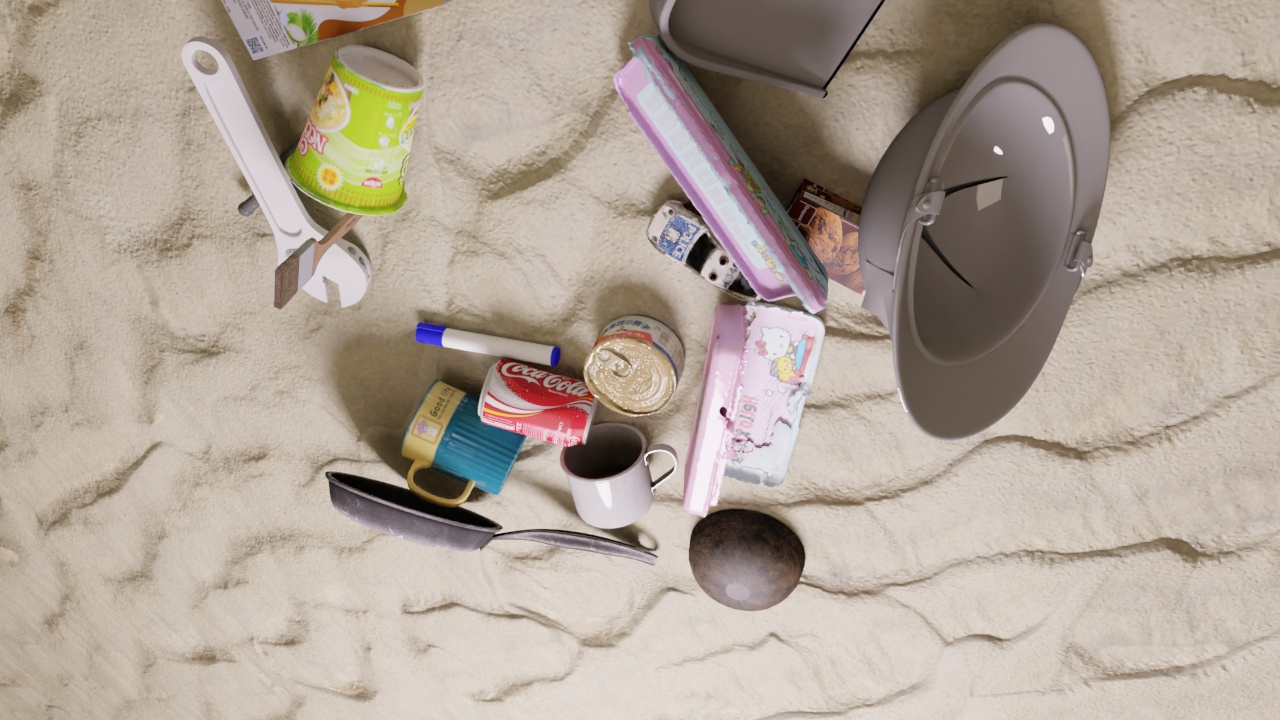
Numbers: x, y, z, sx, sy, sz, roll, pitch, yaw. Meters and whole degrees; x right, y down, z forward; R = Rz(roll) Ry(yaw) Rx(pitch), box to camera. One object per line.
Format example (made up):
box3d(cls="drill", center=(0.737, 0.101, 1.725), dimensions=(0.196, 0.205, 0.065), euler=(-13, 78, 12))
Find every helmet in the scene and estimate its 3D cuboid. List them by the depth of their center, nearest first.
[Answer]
box3d(cls="helmet", center=(0.210, -0.090, 0.636), dimensions=(0.183, 0.118, 0.271), euler=(9, 100, -33))

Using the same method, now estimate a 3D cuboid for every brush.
box3d(cls="brush", center=(-0.265, -0.102, 0.778), dimensions=(0.008, 0.142, 0.045), euler=(27, 137, 0))

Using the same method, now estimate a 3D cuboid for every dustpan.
box3d(cls="dustpan", center=(0.061, -0.252, 0.548), dimensions=(0.257, 0.033, 0.164), euler=(8, 135, -29))

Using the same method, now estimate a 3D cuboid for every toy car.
box3d(cls="toy car", center=(0.057, -0.087, 0.747), dimensions=(0.113, 0.040, 0.049), euler=(30, 127, -3))

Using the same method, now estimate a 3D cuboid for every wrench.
box3d(cls="wrench", center=(-0.311, -0.152, 0.799), dimensions=(0.087, 0.018, 0.274), euler=(-1, 136, 9))

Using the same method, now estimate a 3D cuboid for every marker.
box3d(cls="marker", center=(-0.147, -0.016, 0.879), dimensions=(0.141, 0.020, 0.020), euler=(10, 127, 11))

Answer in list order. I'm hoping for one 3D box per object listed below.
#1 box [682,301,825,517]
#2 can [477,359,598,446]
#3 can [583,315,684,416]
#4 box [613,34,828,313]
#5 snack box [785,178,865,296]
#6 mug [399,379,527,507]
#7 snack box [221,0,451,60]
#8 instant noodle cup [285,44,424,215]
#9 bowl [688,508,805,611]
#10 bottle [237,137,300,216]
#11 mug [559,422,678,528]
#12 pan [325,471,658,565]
box3d(cls="box", center=(0.100, 0.049, 0.811), dimensions=(0.102, 0.086, 0.202), euler=(7, 127, -2))
box3d(cls="can", center=(-0.096, 0.041, 0.871), dimensions=(0.105, 0.064, 0.064), euler=(16, 128, 1))
box3d(cls="can", center=(-0.005, 0.005, 0.832), dimensions=(0.086, 0.043, 0.086), euler=(9, 126, 12))
box3d(cls="box", center=(0.059, -0.129, 0.646), dimensions=(0.049, 0.150, 0.214), euler=(-36, 100, 3))
box3d(cls="snack box", center=(0.176, -0.083, 0.716), dimensions=(0.141, 0.031, 0.051), euler=(27, 128, -2))
box3d(cls="mug", center=(-0.179, 0.091, 0.909), dimensions=(0.107, 0.113, 0.083), euler=(26, 154, -5))
box3d(cls="snack box", center=(-0.235, -0.297, 0.681), dimensions=(0.186, 0.031, 0.101), euler=(-5, 124, 24))
box3d(cls="instant noodle cup", center=(-0.224, -0.188, 0.740), dimensions=(0.099, 0.098, 0.108), euler=(27, 121, -2))
box3d(cls="bowl", center=(0.104, 0.215, 0.938), dimensions=(0.121, 0.056, 0.121), euler=(9, 127, 12))
box3d(cls="bottle", center=(-0.328, -0.161, 0.828), dimensions=(0.113, 0.030, 0.030), euler=(-26, 113, 32))
box3d(cls="mug", center=(-0.016, 0.111, 0.888), dimensions=(0.113, 0.084, 0.071), euler=(-3, 126, 14))
box3d(cls="pan", center=(-0.155, 0.177, 0.960), dimensions=(0.356, 0.055, 0.187), euler=(19, 173, -9))
